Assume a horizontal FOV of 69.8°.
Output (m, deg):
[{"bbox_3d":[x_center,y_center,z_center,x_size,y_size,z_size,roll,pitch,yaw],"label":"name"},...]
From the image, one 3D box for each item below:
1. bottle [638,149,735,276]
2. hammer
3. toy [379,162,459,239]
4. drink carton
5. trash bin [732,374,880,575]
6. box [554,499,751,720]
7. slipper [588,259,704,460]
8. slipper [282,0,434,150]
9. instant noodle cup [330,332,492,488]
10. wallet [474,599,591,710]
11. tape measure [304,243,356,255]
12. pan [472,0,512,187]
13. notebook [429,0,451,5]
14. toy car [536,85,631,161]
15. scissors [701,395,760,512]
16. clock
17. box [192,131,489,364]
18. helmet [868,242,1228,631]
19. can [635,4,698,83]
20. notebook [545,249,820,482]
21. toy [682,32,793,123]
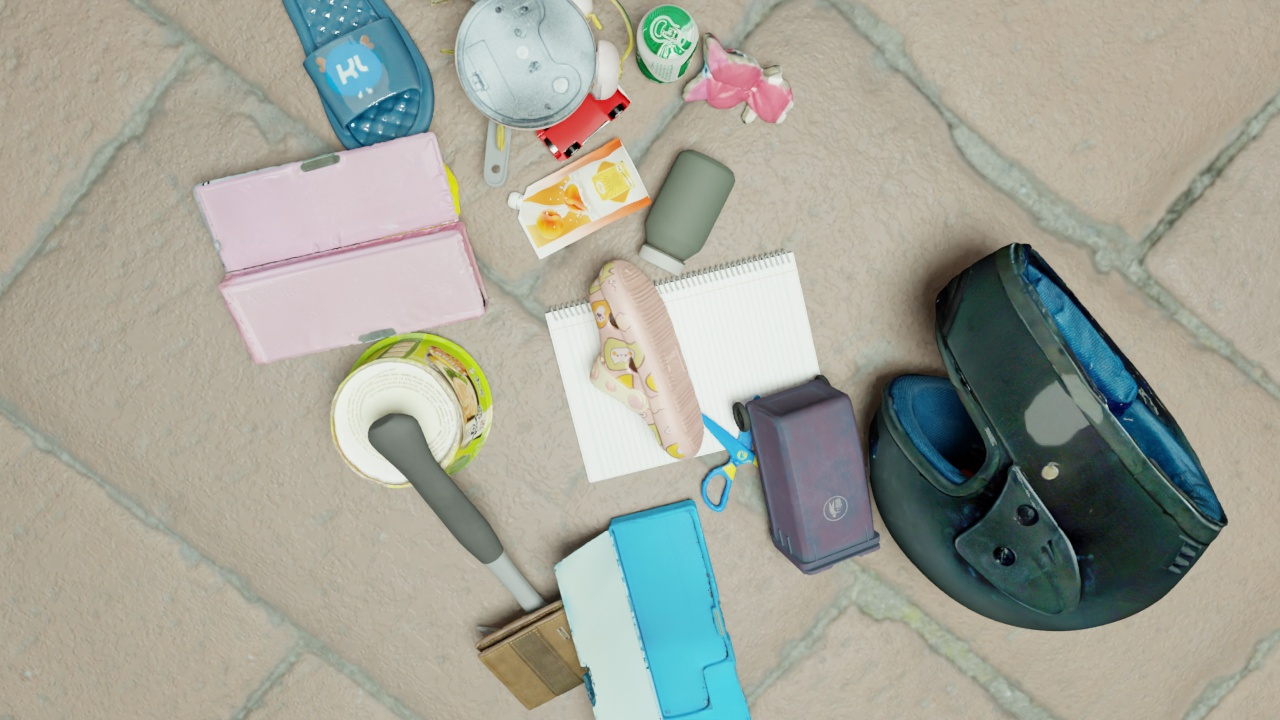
[{"bbox_3d":[0.041,-0.136,0.853,0.060,0.060,0.108,26,96,-4],"label":"bottle"},{"bbox_3d":[-0.151,0.166,0.840,0.125,0.029,0.311,-27,122,5],"label":"hammer"},{"bbox_3d":[-0.215,-0.149,0.858,0.094,0.041,0.095,17,97,-6],"label":"toy"},{"bbox_3d":[-0.059,-0.152,0.866,0.122,0.038,0.069,-26,97,8],"label":"drink carton"},{"bbox_3d":[0.159,0.108,0.860,0.093,0.092,0.161,-18,107,-13],"label":"trash bin"},{"bbox_3d":[0.008,0.275,0.900,0.170,0.071,0.243,-18,98,-25],"label":"box"},{"bbox_3d":[-0.005,0.005,0.851,0.082,0.093,0.197,-19,102,22],"label":"slipper"},{"bbox_3d":[-0.257,-0.283,0.827,0.104,0.059,0.213,-25,90,-1],"label":"slipper"},{"bbox_3d":[-0.215,0.050,0.852,0.146,0.098,0.146,0,97,-1],"label":"instant noodle cup"},{"bbox_3d":[-0.092,0.289,0.895,0.098,0.027,0.121,-27,128,1],"label":"wallet"},{"bbox_3d":[-0.299,-0.125,0.871,0.064,0.016,0.065,43,94,-5],"label":"tape measure"},{"bbox_3d":[-0.113,-0.335,0.831,0.201,0.050,0.357,6,97,-2],"label":"pan"},{"bbox_3d":[-0.121,-0.430,0.787,0.190,0.034,0.215,-14,94,0],"label":"notebook"},{"bbox_3d":[-0.052,-0.227,0.858,0.089,0.025,0.038,-40,96,4],"label":"toy car"},{"bbox_3d":[0.105,0.095,0.900,0.127,0.015,0.125,12,104,-10],"label":"scissors"},{"bbox_3d":[-0.081,-0.264,0.789,0.158,0.059,0.117,-29,97,-1],"label":"clock"},{"bbox_3d":[-0.273,-0.097,0.835,0.233,0.039,0.179,-13,114,5],"label":"box"},{"bbox_3d":[0.316,0.086,0.795,0.237,0.248,0.316,-37,97,32],"label":"helmet"},{"bbox_3d":[0.022,-0.279,0.814,0.053,0.101,0.053,0,97,-1],"label":"can"},{"bbox_3d":[0.047,0.006,0.895,0.245,0.013,0.178,-14,98,1],"label":"notebook"},{"bbox_3d":[0.093,-0.258,0.851,0.102,0.050,0.066,21,128,-12],"label":"toy"}]
